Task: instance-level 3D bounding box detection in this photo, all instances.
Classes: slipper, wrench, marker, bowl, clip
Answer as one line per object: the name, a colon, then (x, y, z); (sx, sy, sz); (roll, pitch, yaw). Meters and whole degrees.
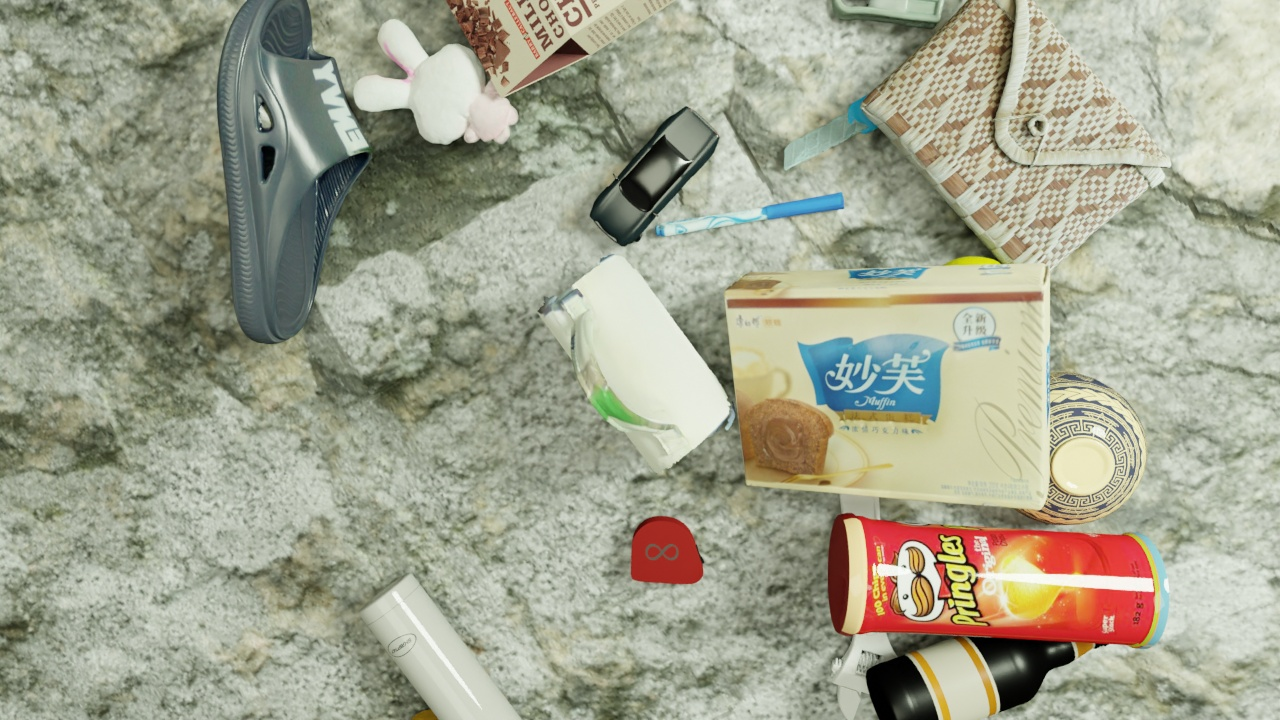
slipper: (-0.253, -0.141, 0.688); (0.083, 0.110, 0.268); (7, 103, 5)
wrench: (0.175, 0.160, 0.714); (0.066, 0.018, 0.273); (-5, 97, 9)
marker: (0.081, -0.108, 0.688); (0.142, 0.013, 0.013); (-8, 98, 10)
bowl: (0.306, 0.068, 0.655); (0.112, 0.061, 0.112); (1, 99, 9)
clip: (0.172, -0.248, 0.643); (0.076, 0.043, 0.023); (11, 99, 8)

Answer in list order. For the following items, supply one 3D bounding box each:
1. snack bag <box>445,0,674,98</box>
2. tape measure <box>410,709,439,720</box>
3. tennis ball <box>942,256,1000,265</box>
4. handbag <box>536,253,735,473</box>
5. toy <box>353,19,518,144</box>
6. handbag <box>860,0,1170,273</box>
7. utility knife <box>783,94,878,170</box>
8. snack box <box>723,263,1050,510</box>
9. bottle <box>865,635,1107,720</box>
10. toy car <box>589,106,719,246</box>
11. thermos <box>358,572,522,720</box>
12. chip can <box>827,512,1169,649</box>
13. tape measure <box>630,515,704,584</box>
snack bag: (-0.037, -0.282, 0.648); (0.206, 0.069, 0.094); (-29, 93, 12)
tape measure: (-0.178, 0.330, 0.790); (0.068, 0.030, 0.059); (37, 103, -1)
tennis ball: (0.233, -0.040, 0.647); (0.065, 0.065, 0.065); (1, 99, 9)
handbag: (-0.004, 0.004, 0.635); (0.074, 0.175, 0.151); (-35, 92, 11)
toy: (-0.150, -0.203, 0.696); (0.125, 0.037, 0.076); (23, 98, 2)
handbag: (0.256, -0.154, 0.627); (0.124, 0.047, 0.186); (-43, 97, 15)
utility knife: (0.195, -0.191, 0.656); (0.207, 0.015, 0.031); (-27, 89, 13)
snack box: (0.167, 0.016, 0.630); (0.208, 0.055, 0.153); (1, 112, 26)
bottle: (0.264, 0.229, 0.684); (0.181, 0.059, 0.059); (-18, 96, -4)
toy car: (0.010, -0.136, 0.683); (0.046, 0.034, 0.112); (43, 103, 0)
thermos: (-0.147, 0.282, 0.766); (0.052, 0.052, 0.224); (-36, 92, 12)
chip can: (0.248, 0.158, 0.656); (0.213, 0.087, 0.087); (3, 99, 2)
tape measure: (0.022, 0.151, 0.736); (0.059, 0.019, 0.051); (3, 97, 1)
